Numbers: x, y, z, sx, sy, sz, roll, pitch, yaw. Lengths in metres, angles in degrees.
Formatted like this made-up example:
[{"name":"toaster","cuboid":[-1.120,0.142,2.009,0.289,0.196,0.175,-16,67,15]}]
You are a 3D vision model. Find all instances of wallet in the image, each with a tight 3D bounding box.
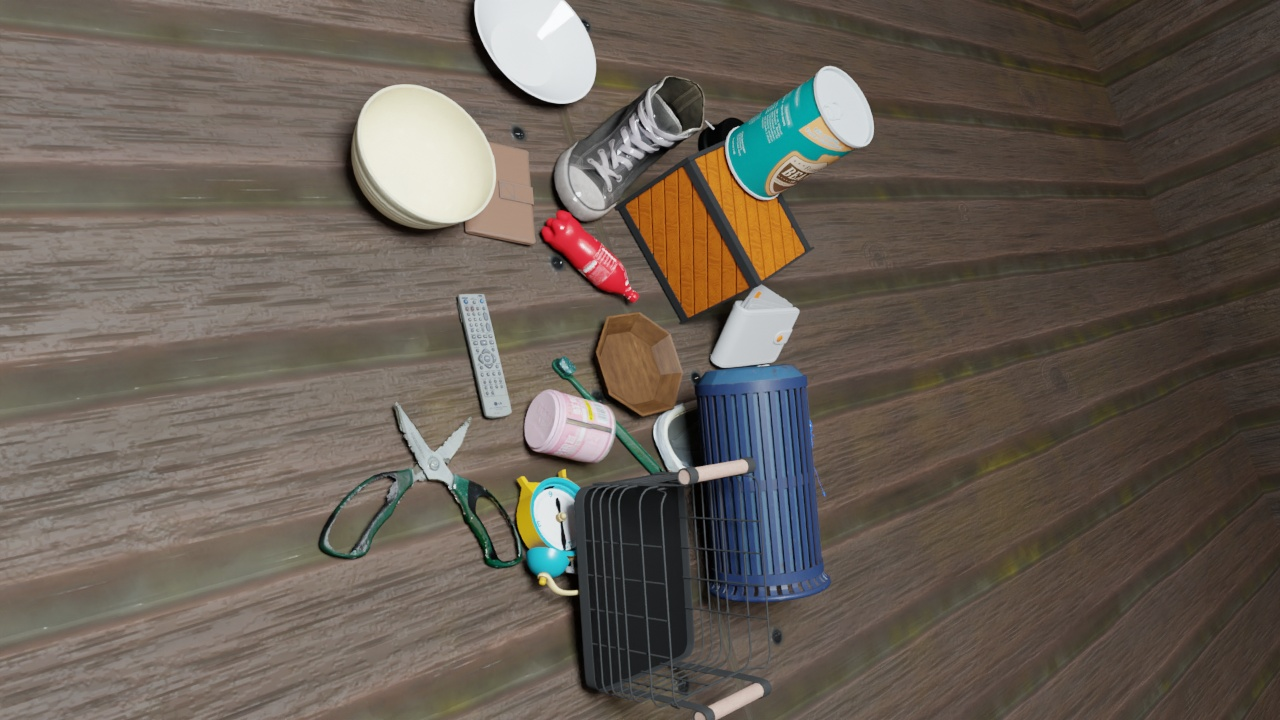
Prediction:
[{"name":"wallet","cuboid":[0.155,-0.049,1.195,0.118,0.115,0.037,-6,39,-42]},{"name":"wallet","cuboid":[-0.162,-0.193,1.043,0.087,0.013,0.120,6,69,-35]}]

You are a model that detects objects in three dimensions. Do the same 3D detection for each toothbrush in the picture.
[{"name":"toothbrush","cuboid":[-0.033,0.067,1.048,0.190,0.017,0.016,48,47,-15]}]

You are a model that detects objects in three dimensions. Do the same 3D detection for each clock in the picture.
[{"name":"clock","cuboid":[0.140,-0.304,1.329,0.120,0.043,0.091,5,70,-40]},{"name":"clock","cuboid":[-0.081,0.177,0.943,0.099,0.044,0.129,-4,67,-47]}]

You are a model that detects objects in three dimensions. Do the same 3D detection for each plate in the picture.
[{"name":"plate","cuboid":[-0.136,-0.387,1.128,0.173,0.036,0.173,17,63,-36]},{"name":"plate","cuboid":[-0.007,0.006,1.088,0.131,0.025,0.131,17,63,-36]}]

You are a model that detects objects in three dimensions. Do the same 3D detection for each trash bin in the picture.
[{"name":"trash bin","cuboid":[0.094,-0.169,1.168,0.139,0.140,0.172,-34,96,-43]},{"name":"trash bin","cuboid":[0.134,0.132,1.043,0.139,0.140,0.249,-6,91,-42]}]

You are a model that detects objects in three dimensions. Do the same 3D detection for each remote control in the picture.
[{"name":"remote control","cuboid":[-0.164,-0.005,0.964,0.033,0.013,0.136,-4,76,-42]}]

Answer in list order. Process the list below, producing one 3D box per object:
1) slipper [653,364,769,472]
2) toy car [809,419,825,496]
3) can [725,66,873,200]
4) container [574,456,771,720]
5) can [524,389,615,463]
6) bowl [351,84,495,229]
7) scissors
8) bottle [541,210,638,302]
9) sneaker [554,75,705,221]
[{"name":"slipper","cuboid":[0.126,0.073,1.154,0.263,0.063,0.111,-18,85,-41]},{"name":"toy car","cuboid":[0.230,0.129,1.236,0.062,0.033,0.091,30,55,-21]},{"name":"can","cuboid":[0.186,-0.266,1.087,0.099,0.144,0.099,17,63,-36]},{"name":"container","cuboid":[0.041,0.223,0.929,0.162,0.130,0.241,-2,88,-48]},{"name":"can","cuboid":[-0.075,0.071,0.974,0.076,0.067,0.067,17,62,-36]},{"name":"bowl","cuboid":[-0.232,-0.196,0.941,0.150,0.076,0.150,16,63,-35]},{"name":"scissors","cuboid":[-0.206,0.143,0.869,0.205,0.015,0.201,-37,99,-41]},{"name":"bottle","cuboid":[-0.055,-0.118,1.085,0.141,0.042,0.041,42,51,-21]},{"name":"sneaker","cuboid":[-0.012,-0.263,1.130,0.095,0.120,0.234,54,50,-11]}]
